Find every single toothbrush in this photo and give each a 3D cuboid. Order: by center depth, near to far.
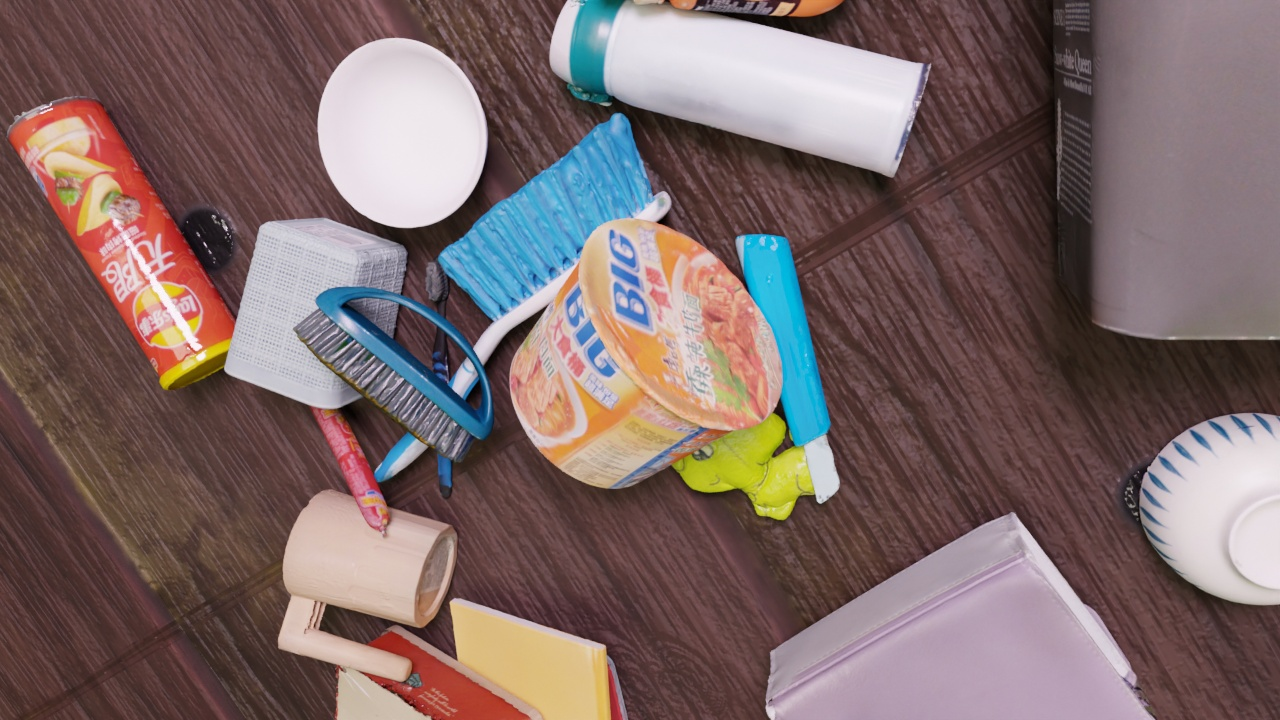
[{"bbox_3d":[-0.150,0.017,0.686,0.014,0.016,0.190,4,106,9],"label":"toothbrush"}]

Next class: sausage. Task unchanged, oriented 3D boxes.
[{"bbox_3d":[-0.221,0.066,0.688,0.020,0.020,0.156,-42,66,20],"label":"sausage"}]

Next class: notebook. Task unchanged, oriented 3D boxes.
[{"bbox_3d":[-0.080,0.290,0.699,0.146,0.010,0.206,6,108,32],"label":"notebook"}]

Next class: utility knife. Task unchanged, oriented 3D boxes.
[{"bbox_3d":[0.101,0.005,0.606,0.034,0.018,0.185,-14,92,13],"label":"utility knife"}]

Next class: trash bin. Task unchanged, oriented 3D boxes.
[{"bbox_3d":[0.298,-0.136,0.446,0.199,0.198,0.220,2,111,15],"label":"trash bin"}]

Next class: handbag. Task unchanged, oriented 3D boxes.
[{"bbox_3d":[0.203,0.211,0.601,0.197,0.098,0.145,-36,91,19],"label":"handbag"}]

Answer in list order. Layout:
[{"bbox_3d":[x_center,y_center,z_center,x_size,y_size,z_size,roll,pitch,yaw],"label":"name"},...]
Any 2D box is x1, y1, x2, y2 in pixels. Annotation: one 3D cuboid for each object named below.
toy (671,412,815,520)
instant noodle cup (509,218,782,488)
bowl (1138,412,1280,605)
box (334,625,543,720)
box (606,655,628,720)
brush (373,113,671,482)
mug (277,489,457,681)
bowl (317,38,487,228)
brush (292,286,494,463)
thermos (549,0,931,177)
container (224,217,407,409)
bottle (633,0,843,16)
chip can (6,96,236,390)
[{"bbox_3d":[0.076,0.065,0.632,0.097,0.031,0.100,-39,94,12],"label":"toy"},{"bbox_3d":[-0.003,0.003,0.575,0.151,0.151,0.112,48,128,-1],"label":"instant noodle cup"},{"bbox_3d":[0.369,0.095,0.545,0.116,0.066,0.116,3,105,13],"label":"bowl"},{"bbox_3d":[-0.162,0.285,0.698,0.168,0.077,0.091,20,113,29],"label":"box"},{"bbox_3d":[-0.044,0.326,0.729,0.087,0.047,0.201,-7,101,19],"label":"box"},{"bbox_3d":[-0.106,-0.032,0.636,0.315,0.060,0.109,-35,105,17],"label":"brush"},{"bbox_3d":[-0.208,0.170,0.695,0.103,0.084,0.124,13,80,9],"label":"mug"},{"bbox_3d":[-0.146,-0.151,0.616,0.118,0.064,0.118,4,104,14],"label":"bowl"},{"bbox_3d":[-0.150,0.002,0.601,0.073,0.055,0.144,-47,110,-2],"label":"brush"},{"bbox_3d":[0.054,-0.171,0.560,0.224,0.073,0.073,18,107,10],"label":"thermos"},{"bbox_3d":[-0.227,-0.038,0.655,0.090,0.090,0.111,19,105,9],"label":"container"},{"bbox_3d":[0.047,-0.228,0.523,0.149,0.067,0.067,-8,103,-9],"label":"bottle"},{"bbox_3d":[-0.380,-0.087,0.690,0.073,0.073,0.216,-27,95,19],"label":"chip can"}]
